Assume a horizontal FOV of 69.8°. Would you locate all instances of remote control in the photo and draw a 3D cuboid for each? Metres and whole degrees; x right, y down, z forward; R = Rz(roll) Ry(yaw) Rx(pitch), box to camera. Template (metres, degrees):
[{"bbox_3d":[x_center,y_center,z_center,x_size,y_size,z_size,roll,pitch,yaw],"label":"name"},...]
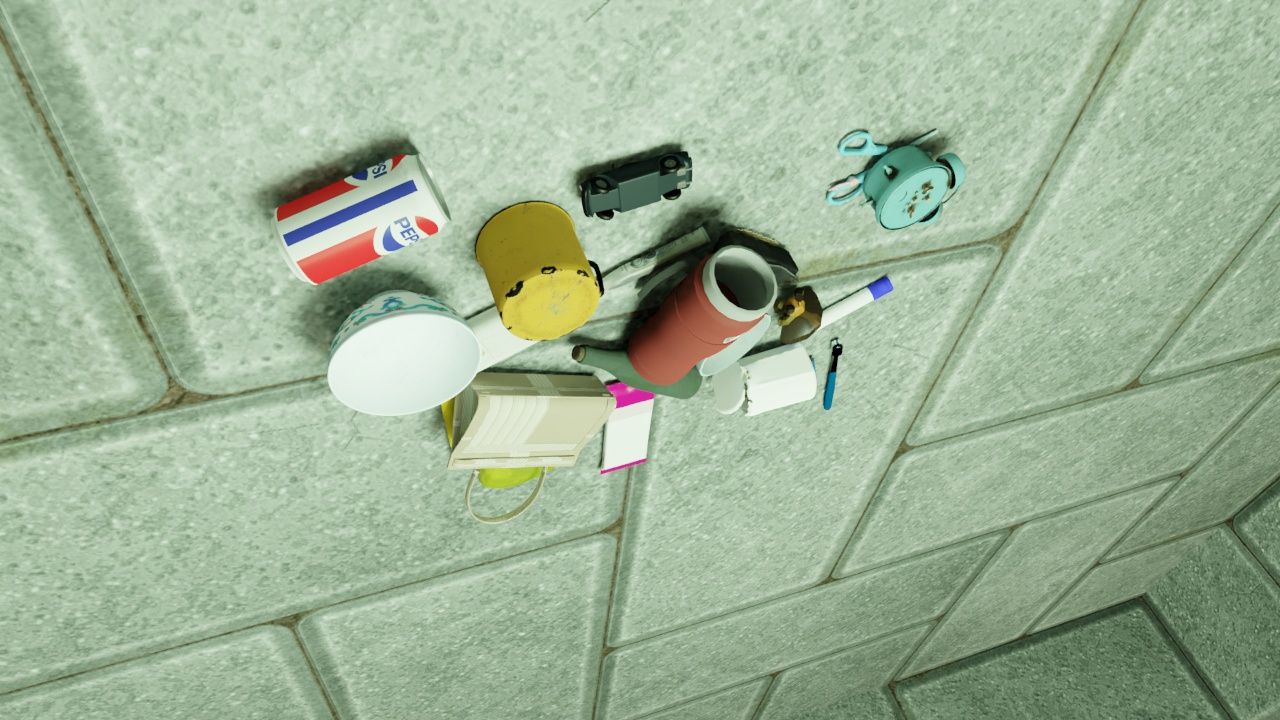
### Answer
[{"bbox_3d":[-0.161,-0.022,0.966,0.138,0.025,0.060,-27,141,1],"label":"remote control"}]

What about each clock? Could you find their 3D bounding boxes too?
[{"bbox_3d":[0.297,-0.186,0.987,0.124,0.053,0.090,-8,144,-30],"label":"clock"}]

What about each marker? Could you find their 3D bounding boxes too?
[{"bbox_3d":[0.252,-0.063,1.161,0.141,0.020,0.020,-29,144,7],"label":"marker"}]

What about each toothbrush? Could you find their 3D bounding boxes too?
[{"bbox_3d":[-0.014,-0.093,0.970,0.185,0.022,0.024,-24,142,2],"label":"toothbrush"},{"bbox_3d":[0.268,0.024,1.284,0.014,0.014,0.168,-10,147,-1],"label":"toothbrush"}]

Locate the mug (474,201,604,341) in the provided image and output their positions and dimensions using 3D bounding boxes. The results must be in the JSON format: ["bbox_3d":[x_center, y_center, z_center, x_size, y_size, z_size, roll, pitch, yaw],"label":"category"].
[{"bbox_3d":[-0.087,-0.081,0.878,0.123,0.094,0.101,4,136,-34],"label":"mug"}]

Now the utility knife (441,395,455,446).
[{"bbox_3d":[-0.211,0.058,1.051,0.030,0.019,0.224,-18,144,-17],"label":"utility knife"}]

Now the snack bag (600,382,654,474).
[{"bbox_3d":[-0.017,0.086,1.200,0.070,0.016,0.197,-13,143,-15],"label":"snack bag"}]

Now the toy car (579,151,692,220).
[{"bbox_3d":[-0.004,-0.167,0.867,0.112,0.034,0.046,-19,145,-9],"label":"toy car"}]

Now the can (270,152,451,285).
[{"bbox_3d":[-0.232,-0.119,0.767,0.132,0.070,0.070,-24,145,-1],"label":"can"}]

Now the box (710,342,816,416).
[{"bbox_3d":[0.153,0.025,1.171,0.143,0.080,0.089,-17,160,-9],"label":"box"}]

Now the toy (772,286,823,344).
[{"bbox_3d":[0.186,-0.059,1.095,0.076,0.062,0.100,-61,161,-10],"label":"toy"}]

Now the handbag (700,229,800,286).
[{"bbox_3d":[0.114,-0.097,1.010,0.128,0.054,0.079,11,136,-42],"label":"handbag"}]

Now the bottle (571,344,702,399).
[{"bbox_3d":[-0.006,0.006,1.073,0.174,0.055,0.055,13,131,-39],"label":"bottle"}]

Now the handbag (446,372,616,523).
[{"bbox_3d":[-0.143,0.111,1.071,0.175,0.062,0.198,3,120,-36],"label":"handbag"}]

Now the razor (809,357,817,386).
[{"bbox_3d":[0.167,0.028,1.231,0.144,0.022,0.043,-11,101,-11],"label":"razor"}]

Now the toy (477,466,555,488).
[{"bbox_3d":[-0.147,0.123,1.142,0.109,0.051,0.090,-5,138,-27],"label":"toy"}]

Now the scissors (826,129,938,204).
[{"bbox_3d":[0.254,-0.222,0.970,0.141,0.015,0.111,-34,145,3],"label":"scissors"}]

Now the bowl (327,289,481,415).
[{"bbox_3d":[-0.233,-0.020,0.889,0.144,0.074,0.144,-16,144,-12],"label":"bowl"}]

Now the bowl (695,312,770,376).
[{"bbox_3d":[0.100,-0.031,1.084,0.106,0.039,0.106,-34,160,-14],"label":"bowl"}]

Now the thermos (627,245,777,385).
[{"bbox_3d":[0.052,-0.052,0.973,0.083,0.108,0.199,-44,-179,-33],"label":"thermos"}]
